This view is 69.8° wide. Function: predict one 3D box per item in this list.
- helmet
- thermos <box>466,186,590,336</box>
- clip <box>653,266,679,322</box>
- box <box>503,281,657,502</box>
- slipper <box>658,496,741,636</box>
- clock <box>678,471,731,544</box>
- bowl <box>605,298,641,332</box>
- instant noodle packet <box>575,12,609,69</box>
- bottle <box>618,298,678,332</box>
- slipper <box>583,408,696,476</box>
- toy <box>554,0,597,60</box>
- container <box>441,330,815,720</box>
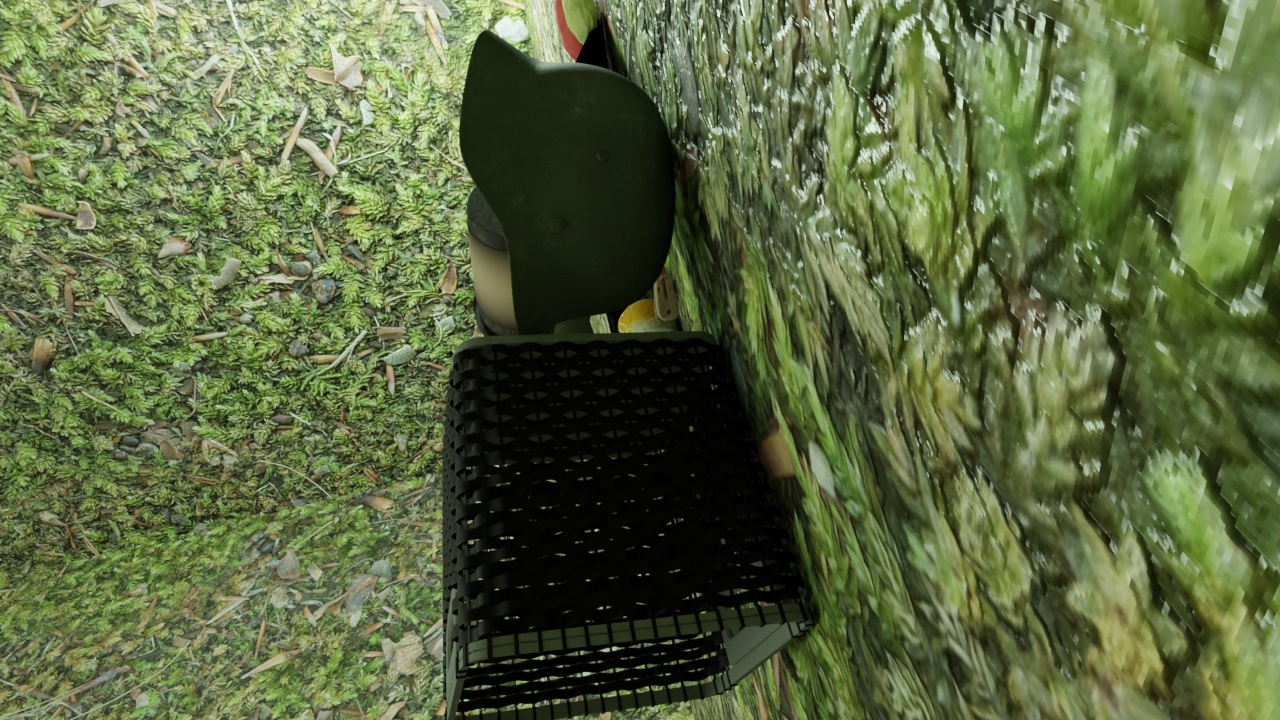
[{"bbox_3d":[-0.048,-0.136,0.766,0.227,0.154,0.267,73,-162,-78],"label":"helmet"},{"bbox_3d":[-0.156,-0.133,1.253,0.227,0.172,0.172,89,168,-52],"label":"thermos"},{"bbox_3d":[0.026,-0.069,0.975,0.045,0.025,0.061,113,151,-80],"label":"clip"},{"bbox_3d":[-0.082,0.013,1.205,0.419,0.108,0.165,57,-157,-35],"label":"box"},{"bbox_3d":[0.075,0.220,1.114,0.098,0.054,0.268,81,163,-67],"label":"slipper"},{"bbox_3d":[0.064,0.150,0.915,0.083,0.057,0.118,-108,6,-52],"label":"clock"},{"bbox_3d":[-0.019,-0.061,1.334,0.124,0.052,0.124,165,92,-86],"label":"bowl"},{"bbox_3d":[-0.066,-0.257,1.043,0.222,0.084,0.162,105,171,-47],"label":"instant noodle packet"},{"bbox_3d":[0.016,-0.013,0.996,0.063,0.063,0.109,83,170,-55],"label":"bottle"},{"bbox_3d":[-0.021,0.097,1.046,0.078,0.099,0.264,-67,12,-24],"label":"slipper"},{"bbox_3d":[-0.076,-0.399,1.089,0.135,0.045,0.091,-159,52,-79],"label":"toy"},{"bbox_3d":[-0.039,0.139,0.750,0.248,0.245,0.243,112,151,-55],"label":"container"}]
